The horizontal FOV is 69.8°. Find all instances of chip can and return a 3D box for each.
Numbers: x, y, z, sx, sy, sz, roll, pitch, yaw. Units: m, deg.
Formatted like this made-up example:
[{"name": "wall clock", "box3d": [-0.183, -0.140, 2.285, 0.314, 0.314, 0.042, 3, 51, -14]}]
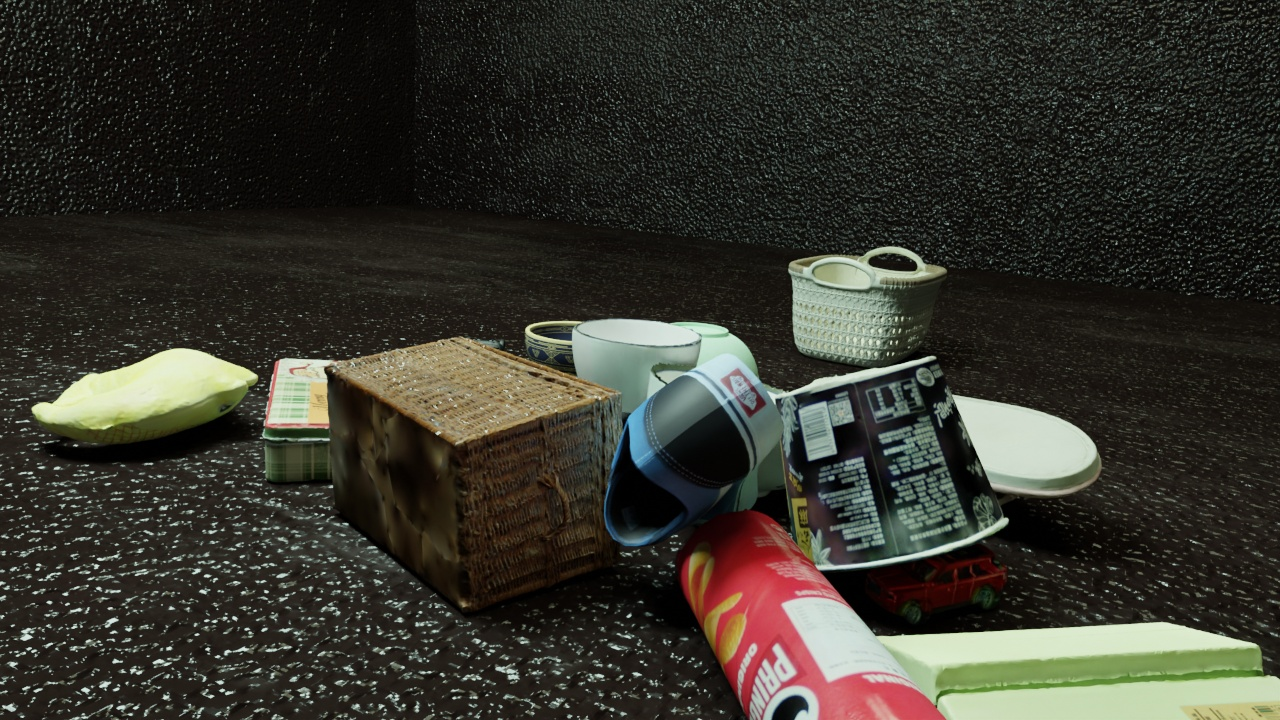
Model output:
[{"name": "chip can", "box3d": [0.075, 0.139, 0.409, 0.073, 0.073, 0.233, 1, 13, -12]}]

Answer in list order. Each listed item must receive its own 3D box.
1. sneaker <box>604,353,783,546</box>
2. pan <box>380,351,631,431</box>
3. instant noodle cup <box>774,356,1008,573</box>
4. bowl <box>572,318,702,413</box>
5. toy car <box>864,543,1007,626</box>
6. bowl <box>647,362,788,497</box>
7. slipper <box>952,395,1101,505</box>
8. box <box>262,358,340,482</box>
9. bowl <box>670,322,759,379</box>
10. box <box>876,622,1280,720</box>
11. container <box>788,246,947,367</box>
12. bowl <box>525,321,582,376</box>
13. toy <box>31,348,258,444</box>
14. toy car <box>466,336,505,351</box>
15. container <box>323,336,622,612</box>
[{"name": "sneaker", "box3d": [0.015, 0.070, 0.554, 0.098, 0.083, 0.241, -33, -16, -11]}, {"name": "pan", "box3d": [-0.129, 0.039, 0.857, 0.358, 0.040, 0.207, 12, 15, 35]}, {"name": "instant noodle cup", "box3d": [0.149, 0.061, 0.580, 0.137, 0.112, 0.137, -14, -3, -1]}, {"name": "bowl", "box3d": [-0.005, 0.005, 0.820, 0.116, 0.066, 0.116, 4, 13, -1]}, {"name": "toy car", "box3d": [0.179, 0.133, 0.555, 0.091, 0.036, 0.042, -8, 17, -23]}, {"name": "bowl", "box3d": [0.073, 0.059, 0.721, 0.153, 0.073, 0.153, 15, 9, -3]}, {"name": "slipper", "box3d": [0.255, 0.073, 0.757, 0.114, 0.054, 0.274, -18, 15, -18]}, {"name": "box", "box3d": [-0.252, 0.044, 0.773, 0.117, 0.050, 0.205, -1, 15, -18]}, {"name": "bowl", "box3d": [0.058, 0.002, 0.986, 0.151, 0.077, 0.150, 4, 12, -1]}, {"name": "box", "box3d": [0.222, 0.161, 0.437, 0.187, 0.044, 0.141, 2, 16, -11]}, {"name": "container", "box3d": [0.311, -0.080, 1.271, 0.185, 0.143, 0.245, 12, 16, 30]}, {"name": "bowl", "box3d": [-0.069, -0.002, 0.993, 0.112, 0.061, 0.112, 4, 13, -1]}, {"name": "toy", "box3d": [-0.401, 0.028, 0.760, 0.155, 0.065, 0.170, -3, 14, -6]}, {"name": "toy car", "box3d": [-0.165, 0.000, 0.979, 0.046, 0.034, 0.112, 4, -12, -6]}, {"name": "container", "box3d": [-0.111, 0.063, 0.589, 0.112, 0.114, 0.199, -12, 19, -40]}]
